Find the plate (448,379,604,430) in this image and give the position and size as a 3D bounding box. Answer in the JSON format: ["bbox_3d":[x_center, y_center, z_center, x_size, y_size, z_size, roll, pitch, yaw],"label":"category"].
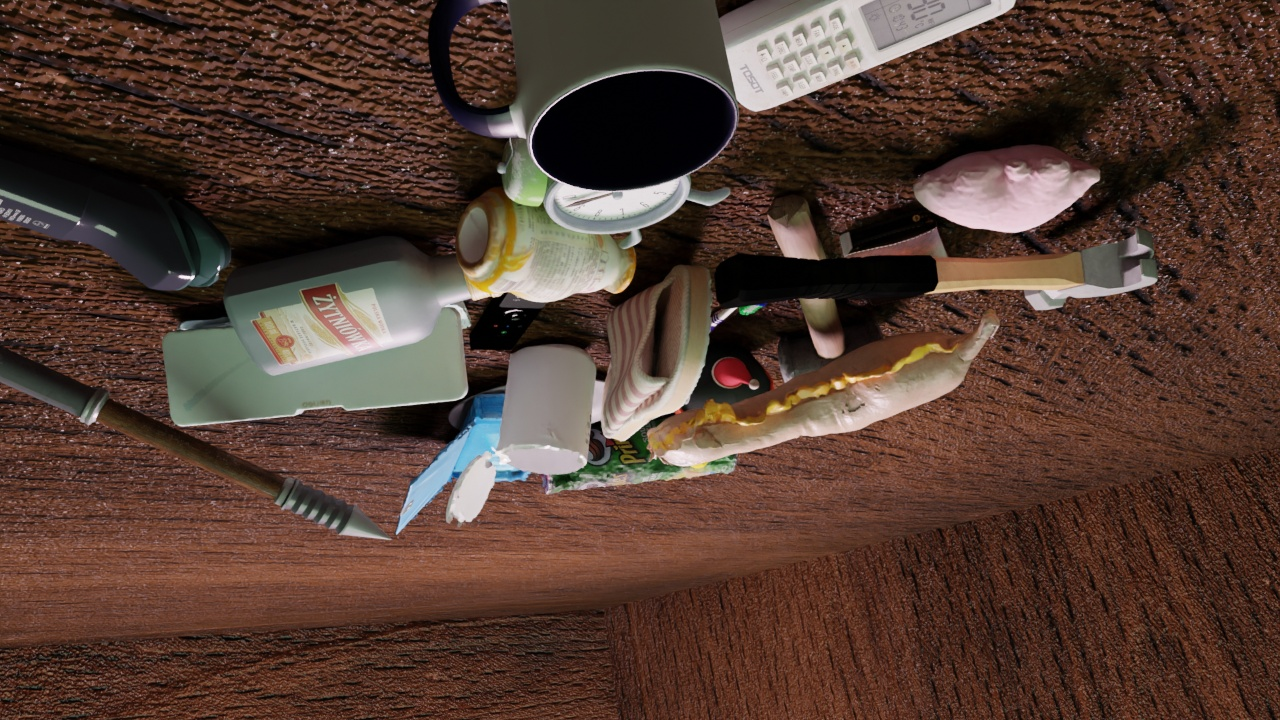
[{"bbox_3d":[-0.102,0.045,0.920,0.178,0.012,0.178,-8,161,-3],"label":"plate"}]

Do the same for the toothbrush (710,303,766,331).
[{"bbox_3d":[0.046,-0.022,0.796,0.015,0.016,0.187,6,155,-36],"label":"toothbrush"}]

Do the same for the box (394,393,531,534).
[{"bbox_3d":[-0.174,0.097,0.925,0.172,0.066,0.232,-23,168,-26],"label":"box"}]

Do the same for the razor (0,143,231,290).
[{"bbox_3d":[-0.280,-0.074,0.458,0.047,0.052,0.142,-20,153,37],"label":"razor"}]

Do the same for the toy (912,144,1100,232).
[{"bbox_3d":[0.236,-0.109,0.581,0.102,0.050,0.093,4,169,-25],"label":"toy"}]

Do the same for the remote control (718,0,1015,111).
[{"bbox_3d":[0.100,-0.158,0.421,0.139,0.025,0.060,-17,159,22],"label":"remote control"}]

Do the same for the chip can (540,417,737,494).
[{"bbox_3d":[-0.001,0.105,1.045,0.223,0.075,0.076,-5,160,-11],"label":"chip can"}]

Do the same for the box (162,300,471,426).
[{"bbox_3d":[-0.222,-0.009,0.656,0.199,0.086,0.096,-5,-174,-5],"label":"box"}]

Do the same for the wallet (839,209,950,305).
[{"bbox_3d":[0.200,-0.076,0.707,0.072,0.019,0.123,-16,159,20],"label":"wallet"}]

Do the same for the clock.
[{"bbox_3d":[-0.020,-0.106,0.491,0.095,0.042,0.119,-23,157,32],"label":"clock"}]

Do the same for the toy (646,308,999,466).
[{"bbox_3d":[0.136,0.027,0.740,0.264,0.065,0.196,-11,157,-13],"label":"toy"}]

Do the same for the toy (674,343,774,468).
[{"bbox_3d":[0.076,0.030,0.853,0.100,0.097,0.119,-10,138,3],"label":"toy"}]

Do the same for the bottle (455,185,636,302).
[{"bbox_3d":[-0.054,-0.066,0.555,0.108,0.063,0.063,8,154,-39],"label":"bottle"}]

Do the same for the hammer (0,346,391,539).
[{"bbox_3d":[-0.306,0.046,0.581,0.322,0.043,0.156,30,145,-19],"label":"hammer"}]

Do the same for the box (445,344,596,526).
[{"bbox_3d":[-0.100,0.066,0.776,0.118,0.159,0.085,2,155,0],"label":"box"}]

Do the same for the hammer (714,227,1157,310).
[{"bbox_3d":[0.209,-0.059,0.636,0.327,0.039,0.131,-3,175,-19],"label":"hammer"}]

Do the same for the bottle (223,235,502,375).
[{"bbox_3d":[-0.168,-0.040,0.579,0.161,0.046,0.072,-13,134,-3],"label":"bottle"}]

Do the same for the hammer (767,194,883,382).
[{"bbox_3d":[0.144,-0.045,0.739,0.098,0.052,0.328,-13,157,12],"label":"hammer"}]

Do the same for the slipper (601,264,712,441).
[{"bbox_3d":[-0.004,0.004,0.717,0.052,0.115,0.263,10,162,-12],"label":"slipper"}]

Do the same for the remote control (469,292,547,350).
[{"bbox_3d":[-0.093,-0.040,0.685,0.034,0.013,0.150,0,159,-25],"label":"remote control"}]

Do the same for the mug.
[{"bbox_3d":[-0.026,-0.124,0.353,0.112,0.096,0.079,-10,161,2],"label":"mug"}]
